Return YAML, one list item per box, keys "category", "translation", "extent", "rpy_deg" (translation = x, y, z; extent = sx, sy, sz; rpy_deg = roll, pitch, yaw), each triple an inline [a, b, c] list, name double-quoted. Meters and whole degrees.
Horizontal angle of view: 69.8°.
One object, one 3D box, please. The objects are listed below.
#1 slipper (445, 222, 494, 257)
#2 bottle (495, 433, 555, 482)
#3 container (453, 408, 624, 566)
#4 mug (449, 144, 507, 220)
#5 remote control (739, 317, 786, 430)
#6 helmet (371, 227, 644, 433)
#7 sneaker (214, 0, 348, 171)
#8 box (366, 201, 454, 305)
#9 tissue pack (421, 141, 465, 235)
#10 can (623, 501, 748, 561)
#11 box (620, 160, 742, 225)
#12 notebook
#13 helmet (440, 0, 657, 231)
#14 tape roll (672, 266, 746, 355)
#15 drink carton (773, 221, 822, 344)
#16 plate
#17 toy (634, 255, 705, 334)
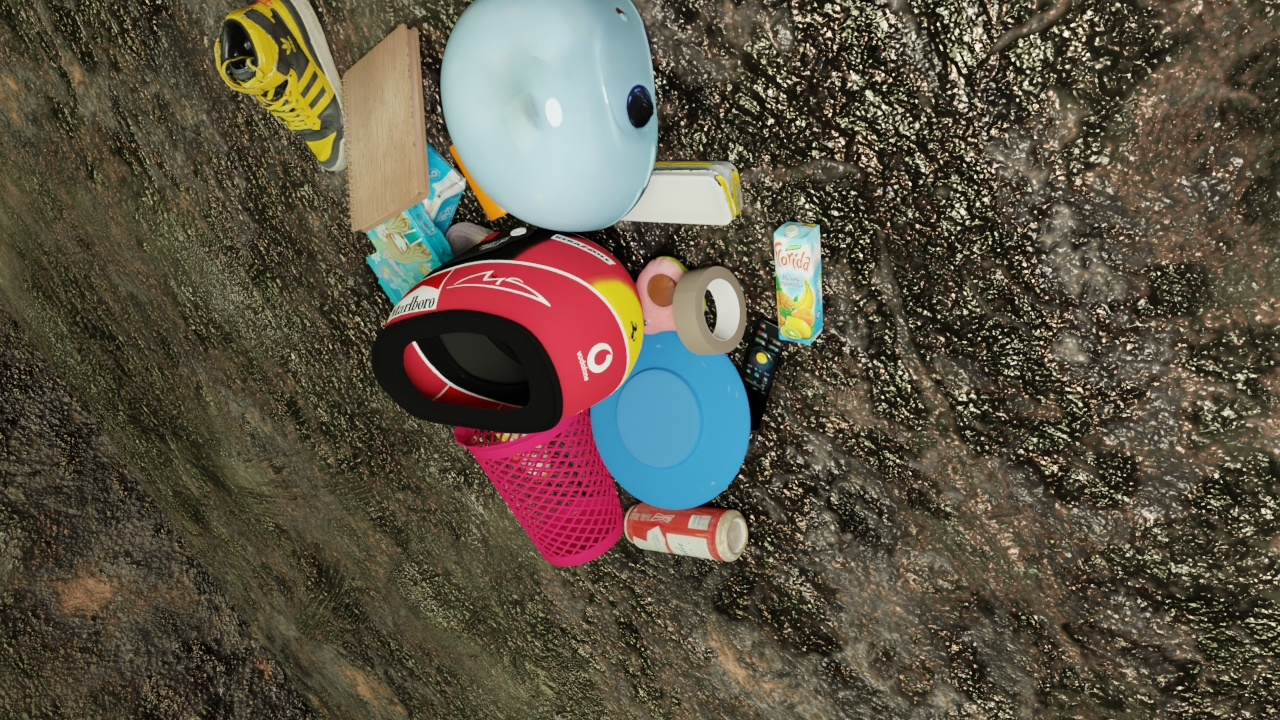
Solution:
- category: "slipper"
  translation: [-0.169, -0.106, 1.172]
  extent: [0.239, 0.064, 0.094]
  rpy_deg: [25, 133, 26]
- category: "bottle"
  translation: [-0.165, 0.124, 1.338]
  extent: [0.063, 0.062, 0.109]
  rpy_deg: [-14, 110, 44]
- category: "container"
  translation: [-0.119, 0.152, 1.241]
  extent: [0.184, 0.182, 0.226]
  rpy_deg: [0, 123, 40]
- category: "mug"
  translation: [-0.171, -0.225, 1.087]
  extent: [0.096, 0.077, 0.113]
  rpy_deg: [61, 164, -14]
- category: "remote control"
  translation: [0.134, 0.016, 1.045]
  extent: [0.041, 0.020, 0.152]
  rpy_deg: [29, 134, 21]
- category: "helmet"
  translation: [-0.127, -0.043, 1.017]
  extent: [0.271, 0.223, 0.198]
  rpy_deg: [2, 125, 23]
- category: "sneaker"
  translation: [-0.460, -0.346, 1.191]
  extent: [0.086, 0.121, 0.239]
  rpy_deg: [12, 126, 35]
- category: "box"
  translation: [-0.292, -0.102, 1.220]
  extent: [0.182, 0.039, 0.227]
  rpy_deg: [-10, 118, 46]
- category: "tissue pack"
  translation: [-0.287, -0.214, 1.190]
  extent: [0.093, 0.061, 0.145]
  rpy_deg: [44, 139, 4]
- category: "can"
  translation: [0.059, 0.226, 1.225]
  extent: [0.170, 0.067, 0.067]
  rpy_deg: [-1, 119, 40]
- category: "box"
  translation: [0.009, -0.179, 0.986]
  extent: [0.210, 0.044, 0.066]
  rpy_deg: [9, 127, 35]
- category: "notebook"
  translation: [-0.316, -0.277, 1.121]
  extent: [0.170, 0.022, 0.210]
  rpy_deg: [-14, 79, 44]
- category: "helmet"
  translation: [-0.104, -0.250, 0.924]
  extent: [0.226, 0.166, 0.266]
  rpy_deg: [-1, 110, 39]
- category: "tape roll"
  translation: [0.075, -0.053, 0.987]
  extent: [0.030, 0.093, 0.094]
  rpy_deg: [-4, 117, 41]
- category: "drink carton"
  translation: [0.161, -0.080, 0.937]
  extent: [0.044, 0.038, 0.129]
  rpy_deg: [13, 127, 32]
- category: "plate"
  translation: [0.025, 0.069, 1.096]
  extent: [0.225, 0.024, 0.224]
  rpy_deg: [3, 95, 33]
- category: "toy"
  translation: [0.024, -0.067, 1.050]
  extent: [0.090, 0.051, 0.110]
  rpy_deg: [56, 141, 2]
